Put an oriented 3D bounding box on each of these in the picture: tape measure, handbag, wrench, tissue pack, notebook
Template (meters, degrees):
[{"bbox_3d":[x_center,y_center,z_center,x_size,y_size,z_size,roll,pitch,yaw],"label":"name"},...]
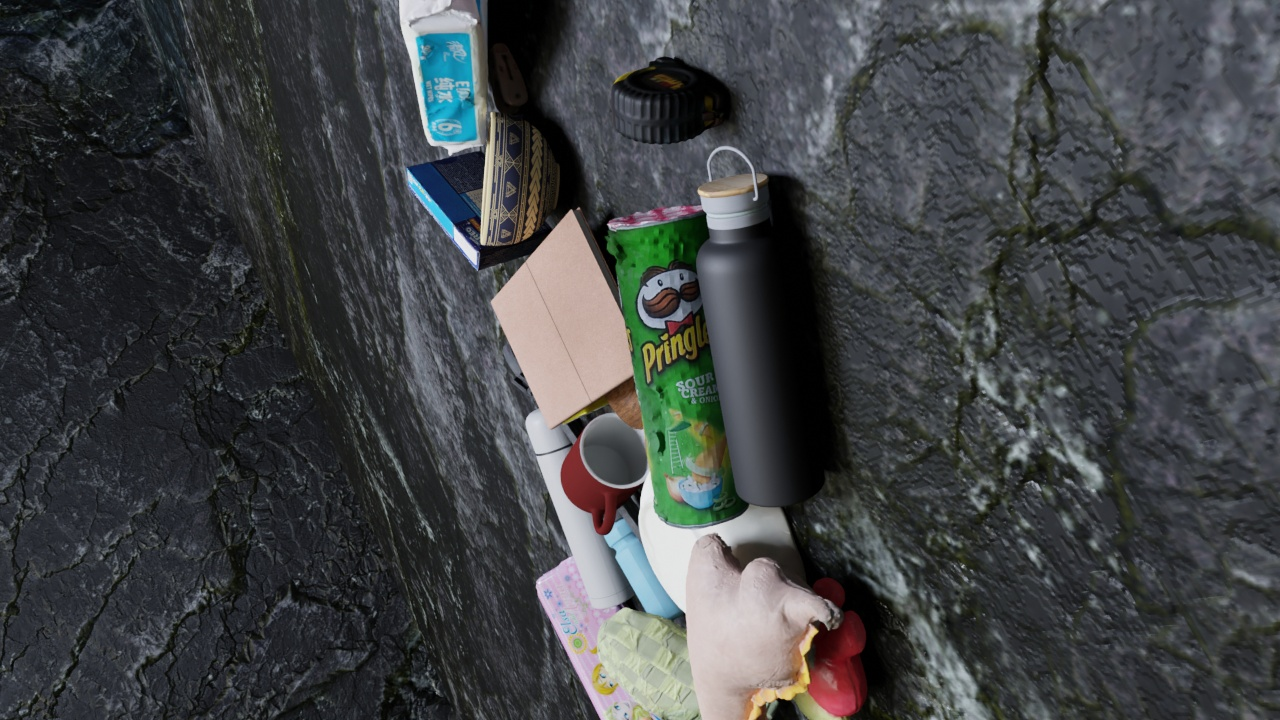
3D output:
[{"bbox_3d":[0.014,-0.161,0.583,0.067,0.062,0.038,41,144,40],"label":"tape measure"},{"bbox_3d":[0.031,0.310,0.837,0.186,0.116,0.113,28,145,15],"label":"handbag"},{"bbox_3d":[-0.057,0.086,0.928,0.018,0.073,0.273,-43,74,22],"label":"wrench"},{"bbox_3d":[-0.158,-0.265,0.757,0.210,0.066,0.117,115,152,-70],"label":"tissue pack"},{"bbox_3d":[-0.069,-0.028,0.821,0.210,0.008,0.141,-34,80,57],"label":"notebook"}]

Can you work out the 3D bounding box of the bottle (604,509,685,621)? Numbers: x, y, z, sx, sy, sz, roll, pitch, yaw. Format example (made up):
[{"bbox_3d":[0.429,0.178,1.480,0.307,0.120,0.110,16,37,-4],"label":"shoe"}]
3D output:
[{"bbox_3d":[0.000,0.201,0.918,0.130,0.040,0.040,58,152,18],"label":"bottle"}]

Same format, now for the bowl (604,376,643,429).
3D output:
[{"bbox_3d":[-0.005,0.005,0.787,0.102,0.026,0.114,55,150,21],"label":"bowl"}]

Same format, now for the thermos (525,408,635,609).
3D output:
[{"bbox_3d":[-0.065,0.155,0.989,0.052,0.052,0.224,-6,105,63],"label":"thermos"}]

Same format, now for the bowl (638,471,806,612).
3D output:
[{"bbox_3d":[0.052,0.154,0.763,0.189,0.060,0.219,-11,101,63],"label":"bowl"}]

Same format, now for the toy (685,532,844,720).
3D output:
[{"bbox_3d":[0.085,0.259,0.664,0.196,0.065,0.264,16,116,61],"label":"toy"}]

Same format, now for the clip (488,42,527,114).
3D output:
[{"bbox_3d":[-0.115,-0.247,0.798,0.043,0.024,0.061,6,112,61],"label":"clip"}]

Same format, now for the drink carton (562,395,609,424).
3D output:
[{"bbox_3d":[-0.075,-0.011,0.890,0.059,0.042,0.134,-29,85,58],"label":"drink carton"}]

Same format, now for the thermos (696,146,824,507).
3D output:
[{"bbox_3d":[0.073,-0.021,0.584,0.061,0.061,0.231,22,129,55],"label":"thermos"}]

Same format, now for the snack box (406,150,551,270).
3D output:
[{"bbox_3d":[-0.158,-0.149,0.890,0.150,0.082,0.027,49,147,33],"label":"snack box"}]

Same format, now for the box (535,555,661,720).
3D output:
[{"bbox_3d":[-0.029,0.335,1.062,0.230,0.085,0.096,60,-175,13],"label":"box"}]

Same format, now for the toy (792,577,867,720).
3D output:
[{"bbox_3d":[0.134,0.216,0.676,0.091,0.045,0.135,48,146,41],"label":"toy"}]

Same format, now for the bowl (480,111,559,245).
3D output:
[{"bbox_3d":[-0.103,-0.154,0.794,0.112,0.061,0.112,-177,91,-78],"label":"bowl"}]

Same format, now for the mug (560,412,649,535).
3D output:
[{"bbox_3d":[-0.032,0.112,0.849,0.083,0.073,0.105,124,152,-59],"label":"mug"}]

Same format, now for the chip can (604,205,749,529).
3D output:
[{"bbox_3d":[0.028,0.007,0.648,0.075,0.075,0.223,14,116,58],"label":"chip can"}]

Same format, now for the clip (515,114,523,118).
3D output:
[{"bbox_3d":[-0.117,-0.213,0.842,0.036,0.013,0.053,66,156,4],"label":"clip"}]
